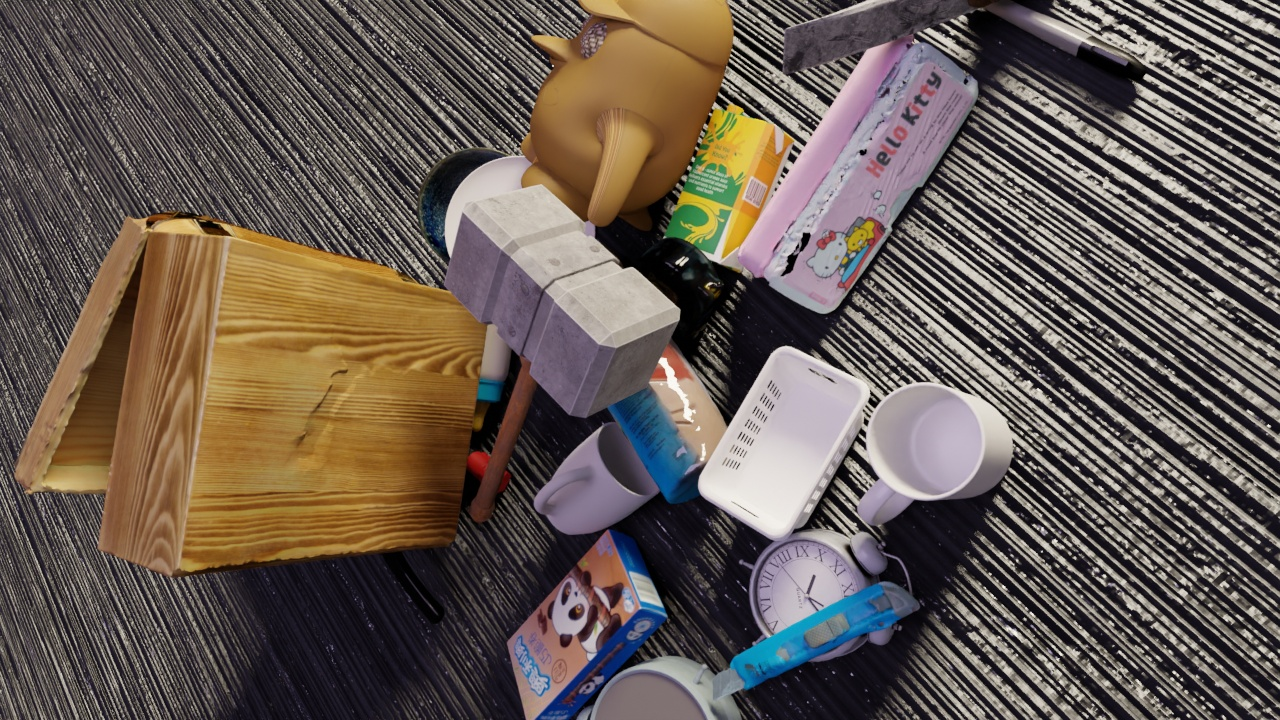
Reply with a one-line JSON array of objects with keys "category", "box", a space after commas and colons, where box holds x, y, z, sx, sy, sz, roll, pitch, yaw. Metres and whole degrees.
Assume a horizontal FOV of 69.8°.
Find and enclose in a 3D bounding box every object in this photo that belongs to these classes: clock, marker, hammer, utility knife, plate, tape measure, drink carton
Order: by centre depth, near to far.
[{"category": "marker", "box": [0.284, -0.228, 0.633, 0.138, 0.022, 0.016, 42, 111, 28]}, {"category": "utility knife", "box": [0.116, 0.200, 0.648, 0.174, 0.015, 0.031, -37, 62, 25]}, {"category": "clock", "box": [0.136, 0.170, 0.668, 0.123, 0.035, 0.094, -16, 76, 31]}, {"category": "hammer", "box": [0.136, -0.340, 0.684, 0.217, 0.037, 0.300, -24, 57, -9]}, {"category": "clock", "box": [0.009, 0.305, 0.727, 0.160, 0.045, 0.122, -34, 66, 23]}, {"category": "tape measure", "box": [0.030, -0.061, 0.737, 0.072, 0.072, 0.042, 44, 66, 10]}, {"category": "drink carton", "box": [0.072, -0.141, 0.745, 0.058, 0.041, 0.122, 26, 98, 32]}, {"category": "hammer", "box": [-0.098, 0.035, 0.747, 0.163, 0.082, 0.319, 44, 133, 21]}, {"category": "plate", "box": [-0.109, -0.117, 0.834, 0.134, 0.011, 0.134, 0, 95, -6]}, {"category": "marker", "box": [-0.180, 0.079, 0.889, 0.145, 0.021, 0.023, 34, 80, 31]}]

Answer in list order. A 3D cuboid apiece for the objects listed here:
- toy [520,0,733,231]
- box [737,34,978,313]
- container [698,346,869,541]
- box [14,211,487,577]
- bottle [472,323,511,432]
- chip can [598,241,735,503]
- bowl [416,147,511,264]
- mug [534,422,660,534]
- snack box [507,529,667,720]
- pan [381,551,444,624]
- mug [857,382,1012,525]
[{"category": "toy", "box": [-0.011, -0.219, 0.731, 0.204, 0.162, 0.198, -55, 25, 28]}, {"category": "box", "box": [0.162, -0.134, 0.677, 0.095, 0.088, 0.202, 33, 103, 2]}, {"category": "container", "box": [0.110, 0.064, 0.678, 0.081, 0.049, 0.129, 29, 87, 32]}, {"category": "box", "box": [-0.300, 0.017, 0.756, 0.216, 0.278, 0.257, 10, 89, 31]}, {"category": "bottle", "box": [-0.147, -0.006, 0.861, 0.051, 0.051, 0.146, 3, 86, 32]}, {"category": "chip can", "box": [-0.004, 0.004, 0.757, 0.080, 0.079, 0.229, -43, 64, 20]}, {"category": "bowl", "box": [-0.150, -0.139, 0.865, 0.114, 0.061, 0.114, -1, 95, -7]}, {"category": "mug", "box": [-0.048, 0.106, 0.752, 0.090, 0.107, 0.071, -41, 67, 31]}, {"category": "snack box", "box": [-0.048, 0.224, 0.761, 0.151, 0.034, 0.087, -49, 37, 17]}, {"category": "pan", "box": [-0.287, 0.118, 0.925, 0.356, 0.067, 0.209, 46, 108, 20]}, {"category": "mug", "box": [0.189, 0.069, 0.615, 0.111, 0.090, 0.074, -51, 61, 16]}]
